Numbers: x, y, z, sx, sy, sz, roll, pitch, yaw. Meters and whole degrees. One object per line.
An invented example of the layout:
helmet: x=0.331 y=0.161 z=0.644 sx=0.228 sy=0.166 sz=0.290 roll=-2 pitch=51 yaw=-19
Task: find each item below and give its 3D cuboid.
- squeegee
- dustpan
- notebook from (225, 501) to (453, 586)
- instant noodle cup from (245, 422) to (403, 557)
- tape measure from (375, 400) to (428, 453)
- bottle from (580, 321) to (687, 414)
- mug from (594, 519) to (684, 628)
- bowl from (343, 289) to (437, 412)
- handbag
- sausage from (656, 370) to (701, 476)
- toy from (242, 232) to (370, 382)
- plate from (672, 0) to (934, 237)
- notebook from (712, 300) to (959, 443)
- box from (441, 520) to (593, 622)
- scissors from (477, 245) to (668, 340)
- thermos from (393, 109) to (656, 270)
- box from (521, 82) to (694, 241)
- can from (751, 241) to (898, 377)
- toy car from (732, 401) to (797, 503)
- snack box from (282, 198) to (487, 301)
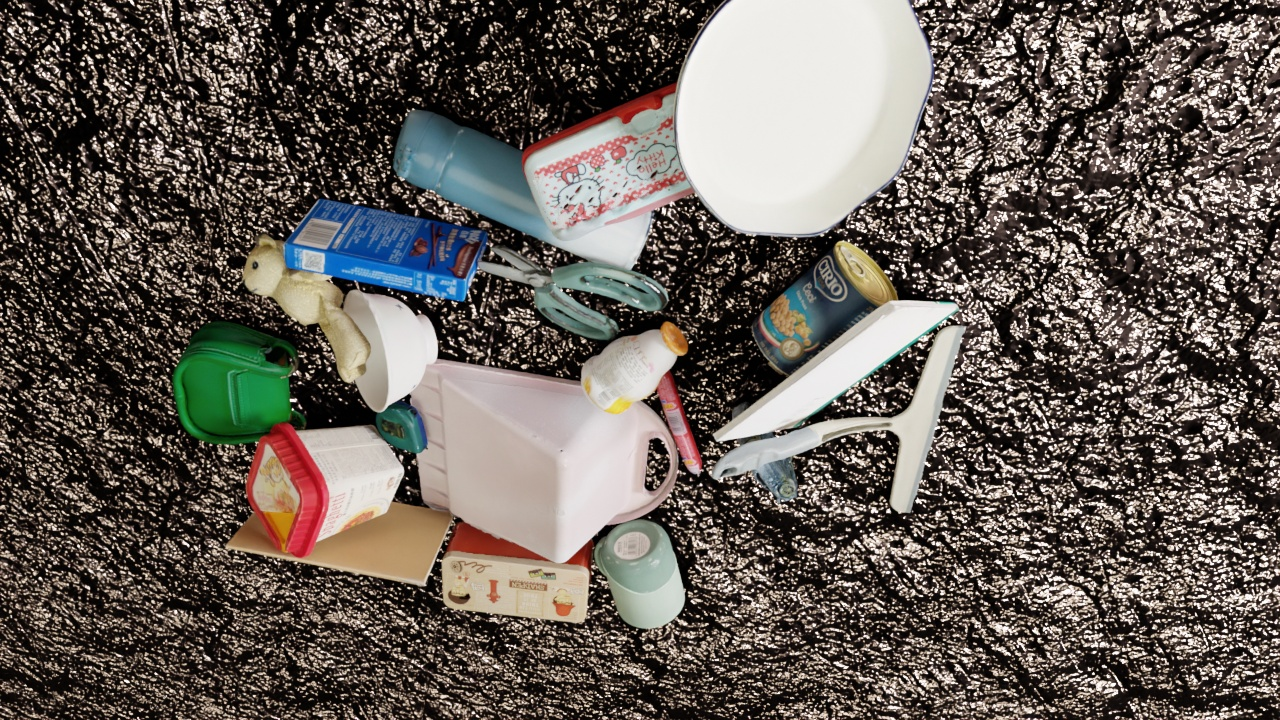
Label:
squeegee: x=0.178 y=0.079 z=0.908 sx=0.246 sy=0.039 sz=0.247 roll=-11 pitch=129 yaw=-16
dustpan: x=-0.108 y=0.100 z=1.007 sx=0.273 sy=0.138 sz=0.223 roll=27 pitch=133 yaw=21
notebook: x=-0.324 y=0.188 z=1.016 sx=0.207 sy=0.147 sz=0.008 roll=12 pitch=110 yaw=-3
instant noodle cup: x=-0.329 y=0.127 z=0.967 sx=0.116 sy=0.124 sz=0.117 roll=48 pitch=126 yaw=26
tape measure: x=-0.257 y=0.071 z=0.980 sx=0.054 sy=0.025 sz=0.058 roll=10 pitch=125 yaw=23
bottle: x=-0.005 y=0.005 z=0.884 sx=0.109 sy=0.063 sz=0.063 roll=-35 pitch=117 yaw=29
mug: x=-0.009 y=0.240 z=1.067 sx=0.112 sy=0.082 sz=0.106 roll=16 pitch=137 yaw=35
bowl: x=-0.236 y=-0.014 z=0.887 sx=0.064 sy=0.118 sz=0.119 roll=-14 pitch=138 yaw=-34
handbag: x=-0.409 y=0.028 z=0.947 sx=0.120 sy=0.067 sz=0.132 roll=10 pitch=129 yaw=-2
sausage: x=0.039 y=0.065 z=0.954 sx=0.020 sy=0.020 sz=0.156 roll=-10 pitch=126 yaw=14
toy: x=-0.308 y=-0.048 z=0.854 sx=0.157 sy=0.066 sz=0.105 roll=48 pitch=149 yaw=3
plate: x=0.117 y=-0.194 z=0.687 sx=0.204 sy=0.045 sz=0.205 roll=-9 pitch=123 yaw=-14
notebook: x=0.180 y=0.011 z=0.839 sx=0.210 sy=0.012 sz=0.150 roll=-41 pitch=157 yaw=32
box: x=-0.141 y=0.242 z=1.075 sx=0.168 sy=0.079 sz=0.091 roll=7 pitch=122 yaw=2
scissors: x=-0.064 y=-0.056 z=0.835 sx=0.174 sy=0.019 sz=0.178 roll=11 pitch=158 yaw=0
thermos: x=-0.099 y=-0.144 z=0.775 sx=0.220 sy=0.070 sz=0.070 roll=23 pitch=127 yaw=-13
box: x=0.011 y=-0.162 z=0.720 sx=0.201 sy=0.048 sz=0.087 roll=-23 pitch=122 yaw=-2
can: x=0.162 y=-0.042 z=0.819 sx=0.075 sy=0.075 sz=0.111 roll=33 pitch=125 yaw=-19
toy car: x=0.126 y=0.096 z=0.946 sx=0.037 sy=0.054 sz=0.120 roll=-24 pitch=122 yaw=21
snack box: x=-0.222 y=-0.099 z=0.813 sx=0.157 sy=0.084 sz=0.026 roll=11 pitch=128 yaw=-2
